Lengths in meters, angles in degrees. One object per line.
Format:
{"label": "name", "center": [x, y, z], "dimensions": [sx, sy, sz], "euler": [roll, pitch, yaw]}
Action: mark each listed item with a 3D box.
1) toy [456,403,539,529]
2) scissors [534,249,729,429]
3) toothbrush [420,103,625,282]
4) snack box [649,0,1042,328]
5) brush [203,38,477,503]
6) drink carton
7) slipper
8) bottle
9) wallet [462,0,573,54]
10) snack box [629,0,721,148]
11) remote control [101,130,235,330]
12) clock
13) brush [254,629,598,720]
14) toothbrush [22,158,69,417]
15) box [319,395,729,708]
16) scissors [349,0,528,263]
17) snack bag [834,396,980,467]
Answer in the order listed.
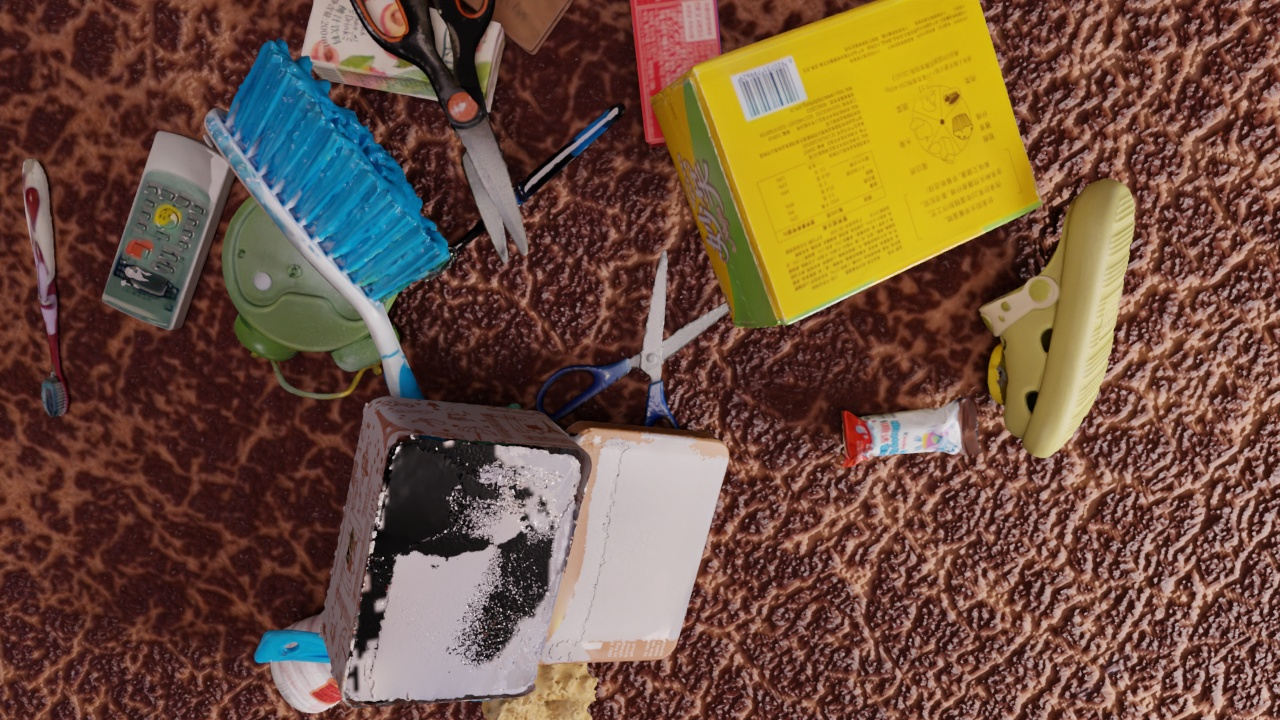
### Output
{"label": "toy", "center": [-0.104, 0.090, 0.675], "dimensions": [0.096, 0.030, 0.092], "euler": [-34, 96, 13]}
{"label": "scissors", "center": [0.001, 0.011, 0.666], "dimensions": [0.162, 0.012, 0.174], "euler": [-12, 99, 4]}
{"label": "toothbrush", "center": [-0.084, -0.117, 0.643], "dimensions": [0.189, 0.016, 0.014], "euler": [-39, 105, 7]}
{"label": "snack box", "center": [0.131, -0.129, 0.572], "dimensions": [0.209, 0.070, 0.158], "euler": [-25, 99, -18]}
{"label": "brush", "center": [-0.162, -0.040, 0.587], "dimensions": [0.109, 0.060, 0.314], "euler": [-35, 104, 9]}
{"label": "drink carton", "center": [-0.155, -0.206, 0.612], "dimensions": [0.122, 0.045, 0.053], "euler": [11, 87, -3]}
{"label": "slipper", "center": [0.278, -0.031, 0.625], "dimensions": [0.082, 0.091, 0.191], "euler": [20, 115, 37]}
{"label": "bottle", "center": [-0.172, 0.186, 0.674], "dimensions": [0.197, 0.068, 0.068], "euler": [-29, 98, 5]}
{"label": "wallet", "center": [-0.088, -0.281, 0.612], "dimensions": [0.115, 0.020, 0.101], "euler": [36, 101, -8]}
{"label": "snack box", "center": [0.021, -0.247, 0.596], "dimensions": [0.058, 0.057, 0.207], "euler": [-6, 101, 5]}
{"label": "remote control", "center": [-0.334, -0.092, 0.651], "dimensions": [0.056, 0.019, 0.135], "euler": [24, 100, -3]}
{"label": "clock", "center": [-0.222, -0.051, 0.637], "dimensions": [0.116, 0.056, 0.161], "euler": [9, 100, 0]}
{"label": "brush", "center": [-0.140, 0.222, 0.649], "dimensions": [0.254, 0.045, 0.083], "euler": [21, 112, -26]}
{"label": "toothbrush", "center": [-0.431, -0.050, 0.662], "dimensions": [0.016, 0.017, 0.188], "euler": [1, 101, 0]}
{"label": "box", "center": [-0.063, 0.125, 0.610], "dimensions": [0.259, 0.082, 0.177], "euler": [8, 102, -31]}
{"label": "scissors", "center": [-0.102, -0.178, 0.579], "dimensions": [0.148, 0.022, 0.235], "euler": [-41, 90, -5]}
{"label": "snack bag", "center": [0.191, 0.052, 0.662], "dimensions": [0.105, 0.026, 0.045], "euler": [-6, 97, 0]}
